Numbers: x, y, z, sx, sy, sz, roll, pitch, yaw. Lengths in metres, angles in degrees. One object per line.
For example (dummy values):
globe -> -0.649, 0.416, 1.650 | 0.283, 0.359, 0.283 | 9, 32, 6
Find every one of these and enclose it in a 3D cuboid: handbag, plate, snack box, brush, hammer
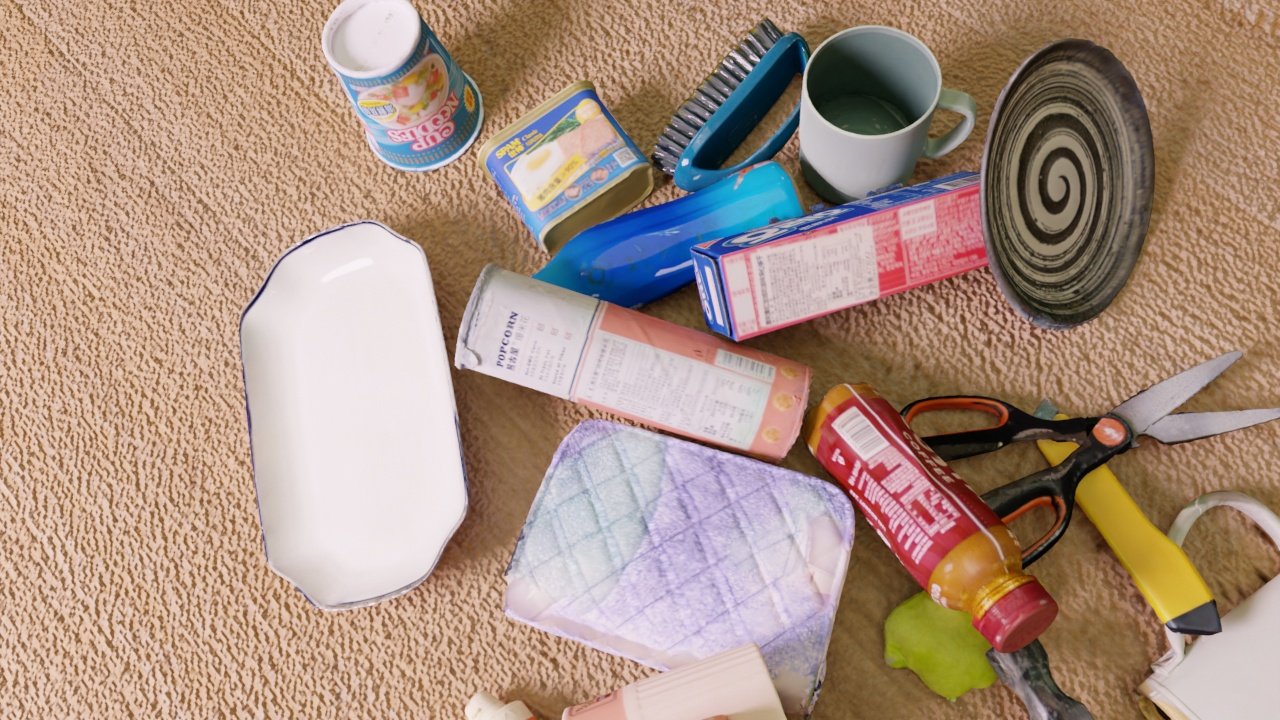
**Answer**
handbag -> 0.363, 0.164, 0.518 | 0.163, 0.063, 0.178 | -35, 68, -5
plate -> -0.192, 0.034, 0.629 | 0.162, 0.034, 0.265 | -20, 72, 15
snack box -> 0.136, -0.070, 0.584 | 0.207, 0.057, 0.058 | -17, 108, -12
brush -> 0.075, -0.176, 0.659 | 0.073, 0.055, 0.143 | 37, 81, 17
hammer -> 0.100, 0.259, 0.462 | 0.323, 0.032, 0.126 | -21, 63, -13
handbag -> 0.027, 0.123, 0.562 | 0.194, 0.076, 0.134 | 15, 63, 14
plate -> 0.265, -0.108, 0.580 | 0.179, 0.024, 0.179 | -4, 98, -32

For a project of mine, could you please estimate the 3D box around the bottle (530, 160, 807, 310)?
bottle -> 0.004, -0.072, 0.631 | 0.219, 0.065, 0.065 | -20, 72, 1

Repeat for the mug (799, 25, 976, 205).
mug -> 0.163, -0.157, 0.614 | 0.112, 0.106, 0.082 | 4, 73, 9

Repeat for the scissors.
scissors -> 0.264, 0.043, 0.568 | 0.198, 0.022, 0.226 | 36, 75, 31

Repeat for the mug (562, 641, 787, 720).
mug -> 0.021, 0.191, 0.449 | 0.106, 0.115, 0.081 | -21, 64, 0

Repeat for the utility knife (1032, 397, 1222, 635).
utility knife -> 0.288, 0.091, 0.555 | 0.033, 0.015, 0.167 | -27, 56, 5

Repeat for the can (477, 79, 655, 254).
can -> -0.052, -0.137, 0.664 | 0.102, 0.057, 0.083 | -34, 75, -3

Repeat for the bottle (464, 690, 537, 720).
bottle -> -0.052, 0.256, 0.546 | 0.149, 0.067, 0.066 | 40, 82, 23

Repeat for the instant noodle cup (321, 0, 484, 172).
instant noodle cup -> -0.178, -0.208, 0.674 | 0.099, 0.110, 0.099 | -2, 74, 7

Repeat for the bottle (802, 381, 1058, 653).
bottle -> 0.162, 0.086, 0.528 | 0.057, 0.057, 0.175 | -32, 48, -3

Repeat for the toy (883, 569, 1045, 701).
toy -> 0.196, 0.154, 0.555 | 0.097, 0.031, 0.100 | -1, 69, 10

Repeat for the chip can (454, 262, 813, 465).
chip can -> -0.003, 0.003, 0.583 | 0.215, 0.071, 0.071 | 18, 76, -1
